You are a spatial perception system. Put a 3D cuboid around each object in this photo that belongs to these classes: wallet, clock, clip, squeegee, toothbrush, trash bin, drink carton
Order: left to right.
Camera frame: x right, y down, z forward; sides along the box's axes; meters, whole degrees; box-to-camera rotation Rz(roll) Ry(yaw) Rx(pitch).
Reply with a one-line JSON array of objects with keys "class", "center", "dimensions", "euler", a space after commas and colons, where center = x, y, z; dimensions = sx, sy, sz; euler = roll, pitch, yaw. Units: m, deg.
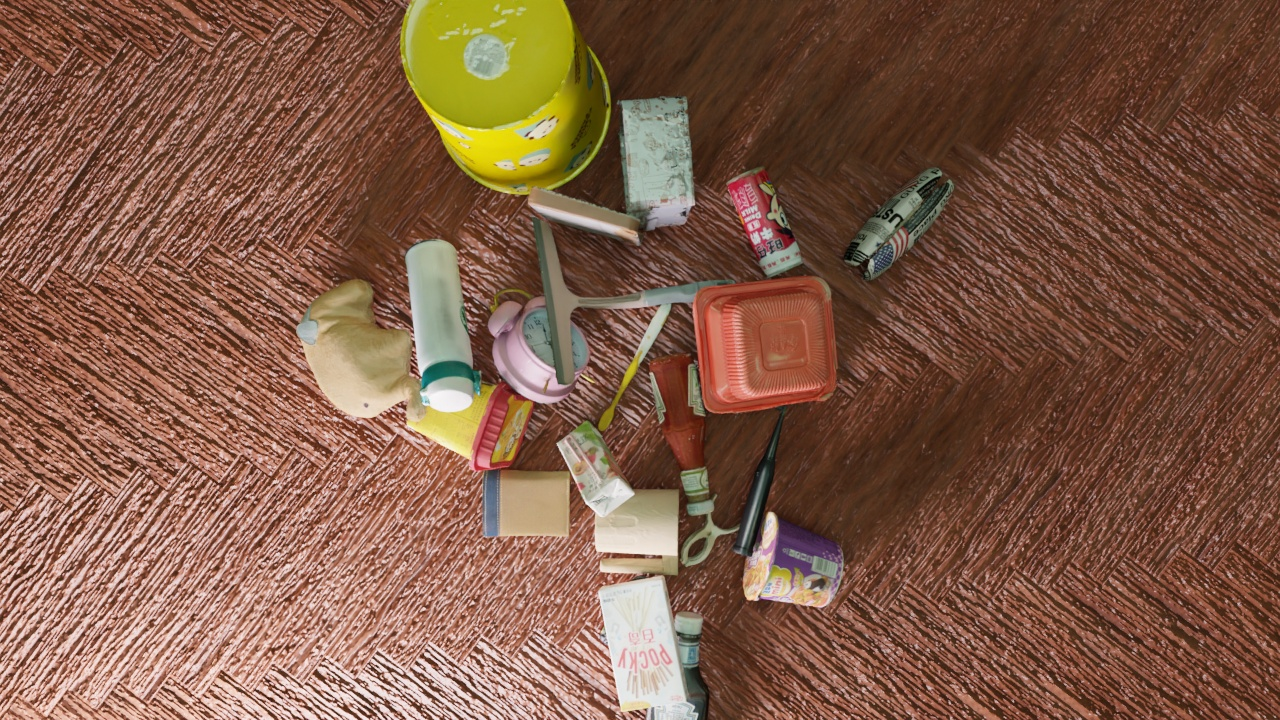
[{"class": "trash bin", "center": [-0.155, -0.330, 1.073], "dimensions": [0.229, 0.255, 0.229], "euler": [0, 91, 1]}, {"class": "wallet", "center": [-0.149, 0.186, 1.196], "dimensions": [0.115, 0.033, 0.090], "euler": [0, 94, 1]}, {"class": "clock", "center": [-0.130, -0.026, 1.147], "dimensions": [0.060, 0.117, 0.158], "euler": [-47, 69, 36]}, {"class": "drink carton", "center": [-0.059, 0.133, 1.148], "dimensions": [0.053, 0.122, 0.045], "euler": [-38, 132, 3]}, {"class": "toothbrush", "center": [-0.007, 0.007, 1.196], "dimensions": [0.016, 0.018, 0.191], "euler": [28, 89, 4]}, {"class": "squeegee", "center": [-0.001, -0.081, 1.171], "dimensions": [0.249, 0.040, 0.247], "euler": [-5, 61, -10]}, {"class": "clip", "center": [0.085, 0.225, 1.189], "dimensions": [0.061, 0.034, 0.097], "euler": [41, 87, 2]}, {"class": "toothbrush", "center": [0.158, 0.145, 1.178], "dimensions": [0.027, 0.026, 0.212], "euler": [17, 83, -6]}]

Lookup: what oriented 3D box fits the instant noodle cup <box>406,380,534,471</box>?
[{"class": "instant noodle cup", "center": [-0.216, 0.069, 1.161], "dimensions": [0.124, 0.116, 0.116], "euler": [19, 91, 13]}]

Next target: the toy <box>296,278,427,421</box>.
[{"class": "toy", "center": [-0.344, 0.007, 1.153], "dimensions": [0.226, 0.082, 0.144], "euler": [48, 114, 17]}]

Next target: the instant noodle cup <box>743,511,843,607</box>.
[{"class": "instant noodle cup", "center": [0.193, 0.257, 1.154], "dimensions": [0.099, 0.111, 0.111], "euler": [18, 92, -9]}]

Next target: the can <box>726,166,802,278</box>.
[{"class": "can", "center": [0.158, -0.175, 1.167], "dimensions": [0.053, 0.053, 0.132], "euler": [-23, 90, 2]}]

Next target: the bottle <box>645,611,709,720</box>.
[{"class": "bottle", "center": [0.051, 0.426, 1.189], "dimensions": [0.080, 0.044, 0.195], "euler": [7, 91, 1]}]

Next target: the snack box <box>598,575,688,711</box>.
[{"class": "snack box", "center": [0.004, 0.358, 1.161], "dimensions": [0.085, 0.027, 0.156], "euler": [-12, 86, 7]}]

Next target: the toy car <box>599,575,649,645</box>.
[{"class": "toy car", "center": [-0.010, 0.329, 1.193], "dimensions": [0.049, 0.031, 0.106], "euler": [29, 94, 6]}]

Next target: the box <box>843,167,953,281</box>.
[{"class": "box", "center": [0.336, -0.164, 1.156], "dimensions": [0.163, 0.075, 0.081], "euler": [-45, 99, 0]}]

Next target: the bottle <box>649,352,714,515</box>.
[{"class": "bottle", "center": [0.058, 0.093, 1.169], "dimensions": [0.060, 0.060, 0.206], "euler": [-12, 88, 2]}]

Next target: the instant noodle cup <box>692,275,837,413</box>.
[{"class": "instant noodle cup", "center": [0.167, -0.020, 1.145], "dimensions": [0.188, 0.079, 0.164], "euler": [-8, 93, -14]}]

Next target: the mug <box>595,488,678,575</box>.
[{"class": "mug", "center": [-0.003, 0.222, 1.175], "dimensions": [0.103, 0.084, 0.125], "euler": [1, 118, 3]}]

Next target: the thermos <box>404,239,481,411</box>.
[{"class": "thermos", "center": [-0.242, -0.042, 1.123], "dimensions": [0.073, 0.073, 0.224], "euler": [-16, 59, 2]}]

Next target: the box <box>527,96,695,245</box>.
[{"class": "box", "center": [-0.039, -0.217, 1.112], "dimensions": [0.192, 0.183, 0.156], "euler": [-3, 90, -1]}]
